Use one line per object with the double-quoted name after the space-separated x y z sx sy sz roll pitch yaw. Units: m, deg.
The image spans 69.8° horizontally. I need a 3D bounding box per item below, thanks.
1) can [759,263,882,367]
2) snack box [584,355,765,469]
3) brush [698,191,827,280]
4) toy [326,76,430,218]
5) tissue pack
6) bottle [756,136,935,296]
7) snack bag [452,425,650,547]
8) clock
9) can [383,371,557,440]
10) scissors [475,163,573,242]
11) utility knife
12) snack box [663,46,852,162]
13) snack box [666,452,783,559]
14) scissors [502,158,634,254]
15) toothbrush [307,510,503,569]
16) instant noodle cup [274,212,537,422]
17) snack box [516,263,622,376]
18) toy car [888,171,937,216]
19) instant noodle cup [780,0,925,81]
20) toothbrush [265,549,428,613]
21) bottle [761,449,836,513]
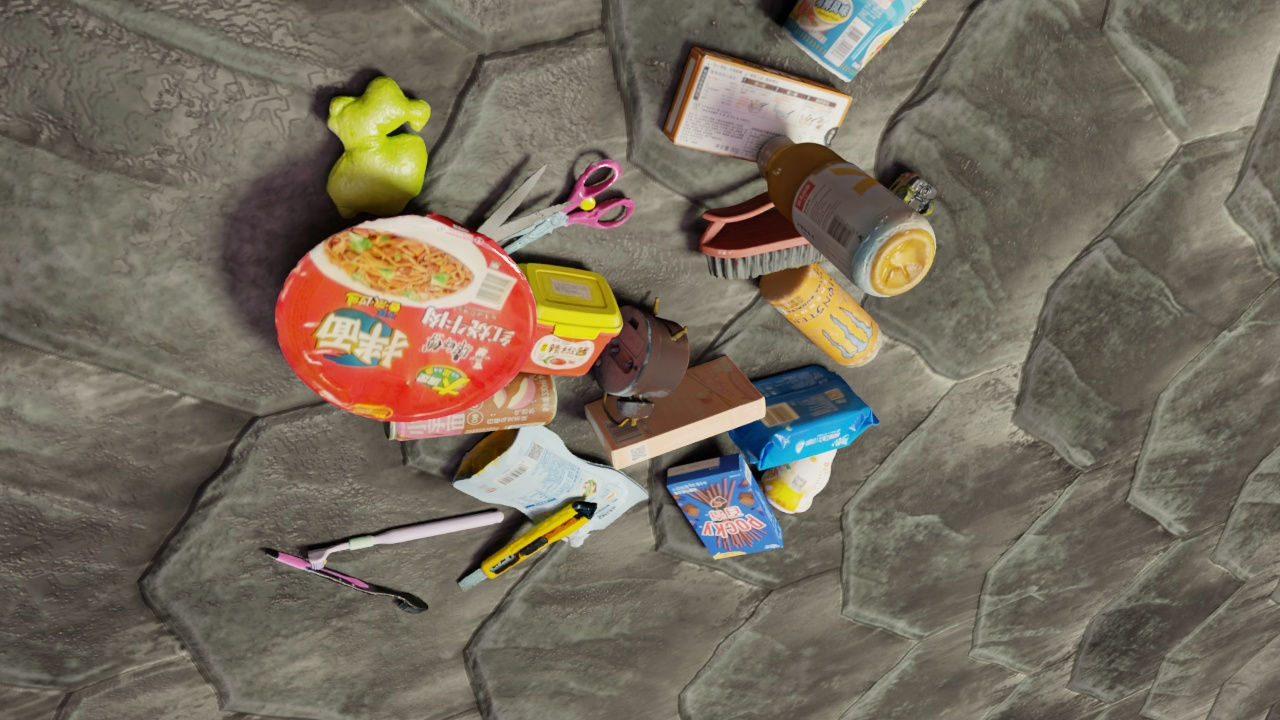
0.180 -0.049 0.905 0.058 0.058 0.146 -46 129 11 "can"
0.032 0.048 0.889 0.157 0.084 0.026 -18 126 -12 "snack box"
0.120 -0.120 0.825 0.145 0.063 0.069 -14 125 -14 "brush"
-0.191 -0.152 0.674 0.096 0.031 0.100 -29 130 -6 "toy"
0.160 0.059 0.951 0.157 0.095 0.052 -14 129 -18 "tissue pack"
0.151 -0.121 0.717 0.068 0.189 0.068 -14 130 -17 "bottle"
-0.087 0.128 0.921 0.110 0.039 0.191 -44 131 11 "snack bag"
-0.005 0.005 0.843 0.055 0.082 0.122 12 115 -38 "clock"
-0.151 0.036 0.810 0.147 0.058 0.058 -5 125 -22 "can"
-0.141 -0.091 0.749 0.159 0.014 0.171 1 124 -24 "scissors"
-0.119 0.195 0.943 0.193 0.015 0.033 -35 131 21 "utility knife"
0.100 -0.207 0.774 0.153 0.026 0.075 6 121 -28 "snack box"
0.096 0.166 1.021 0.085 0.026 0.157 -15 133 18 "snack box"
-0.066 -0.113 0.775 0.137 0.017 0.077 -33 138 5 "scissors"
-0.226 0.173 0.900 0.189 0.029 0.021 -10 89 -20 "toothbrush"
-0.179 -0.043 0.714 0.193 0.065 0.194 -7 132 -8 "instant noodle cup"
-0.073 -0.033 0.789 0.091 0.082 0.080 5 134 -27 "snack box"
0.244 -0.139 0.886 0.042 0.035 0.091 19 120 -33 "toy car"
0.170 -0.282 0.715 0.099 0.099 0.110 20 119 -35 "instant noodle cup"
-0.289 0.221 0.910 0.018 0.014 0.189 -39 131 21 "toothbrush"
0.183 0.116 1.022 0.063 0.063 0.109 16 116 -33 "bottle"
